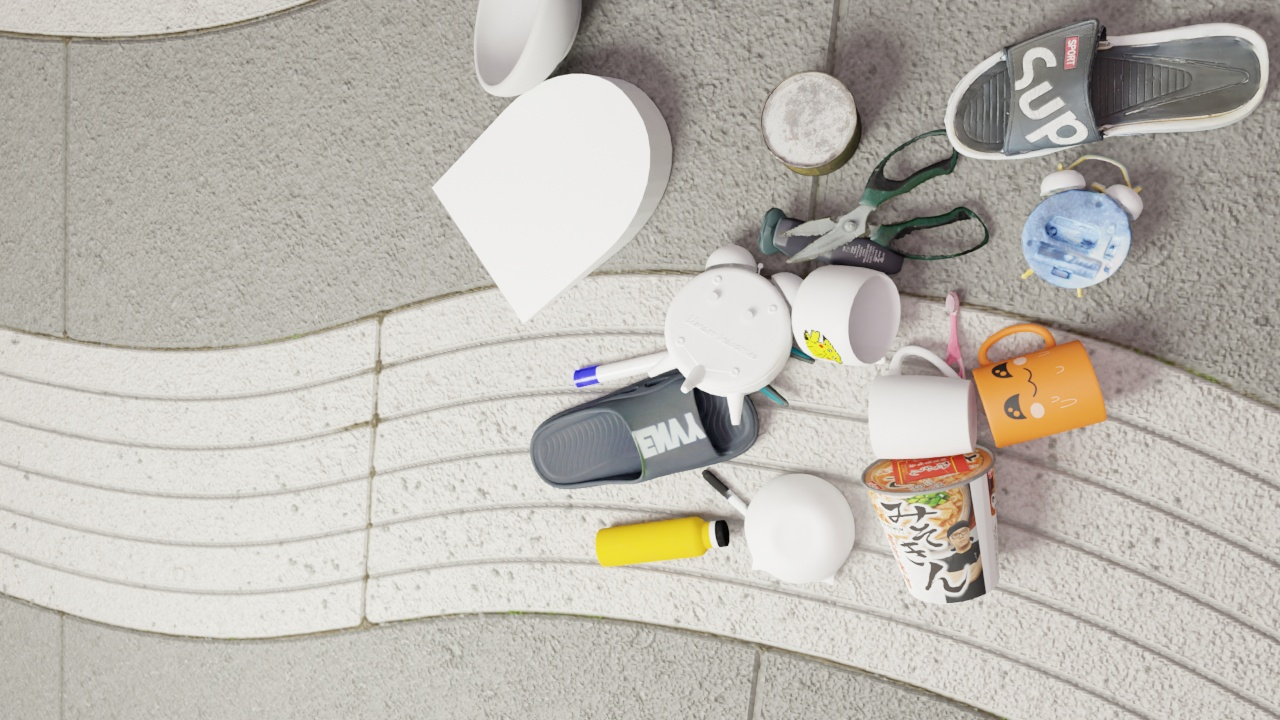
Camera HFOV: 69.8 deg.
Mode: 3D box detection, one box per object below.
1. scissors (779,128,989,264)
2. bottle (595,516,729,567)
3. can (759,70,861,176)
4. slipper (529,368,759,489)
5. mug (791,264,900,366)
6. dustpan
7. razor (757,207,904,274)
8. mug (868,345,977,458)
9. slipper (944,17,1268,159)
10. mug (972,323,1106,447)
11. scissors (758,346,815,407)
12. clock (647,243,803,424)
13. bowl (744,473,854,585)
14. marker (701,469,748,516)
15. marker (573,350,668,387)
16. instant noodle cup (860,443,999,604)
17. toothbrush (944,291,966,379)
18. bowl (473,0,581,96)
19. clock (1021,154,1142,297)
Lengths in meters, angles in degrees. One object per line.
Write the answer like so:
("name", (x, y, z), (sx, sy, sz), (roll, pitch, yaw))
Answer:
("scissors", (0.238, -0.121, 0.884), (0.210, 0.015, 0.137), (-31, 91, 2))
("bottle", (0.025, 0.196, 0.999), (0.144, 0.043, 0.043), (-11, 92, 19))
("can", (0.166, -0.227, 0.890), (0.090, 0.074, 0.090), (2, 95, 17))
("slipper", (-0.010, 0.079, 0.978), (0.269, 0.083, 0.110), (-15, 89, 20))
("mug", (0.202, -0.037, 0.889), (0.068, 0.115, 0.094), (14, 59, 47))
("dustpan", (-0.085, -0.194, 1.005), (0.258, 0.053, 0.191), (-37, 84, 30))
("razor", (0.189, -0.113, 0.910), (0.143, 0.052, 0.047), (16, 95, 11))
("mug", (0.273, 0.038, 0.882), (0.088, 0.081, 0.114), (-2, 67, 27))
("slipper", (0.410, -0.244, 0.815), (0.264, 0.063, 0.111), (-2, 95, 15))
("mug", (0.366, 0.016, 0.858), (0.096, 0.077, 0.112), (-18, 59, 19))
("scissors", (0.113, -0.008, 0.959), (0.126, 0.019, 0.154), (-18, 83, 14))
("clock", (0.089, -0.032, 0.917), (0.125, 0.073, 0.161), (30, 86, 16))
("bowl", (0.162, 0.176, 0.940), (0.115, 0.050, 0.114), (0, 91, 12))
("marker", (0.123, 0.170, 0.981), (0.152, 0.011, 0.011), (42, 106, 9))
("marker", (-0.006, 0.006, 1.001), (0.142, 0.020, 0.020), (-13, 92, 19))
("instant noodle cup", (0.286, 0.157, 0.877), (0.124, 0.123, 0.122), (-12, 101, 19))
("toothbrush", (0.308, 0.000, 0.898), (0.022, 0.016, 0.135), (-2, 95, 32))
("bowl", (-0.108, -0.356, 0.947), (0.177, 0.066, 0.176), (-15, 72, 56))
("clock", (0.400, -0.125, 0.836), (0.089, 0.051, 0.125), (23, 102, 15))
